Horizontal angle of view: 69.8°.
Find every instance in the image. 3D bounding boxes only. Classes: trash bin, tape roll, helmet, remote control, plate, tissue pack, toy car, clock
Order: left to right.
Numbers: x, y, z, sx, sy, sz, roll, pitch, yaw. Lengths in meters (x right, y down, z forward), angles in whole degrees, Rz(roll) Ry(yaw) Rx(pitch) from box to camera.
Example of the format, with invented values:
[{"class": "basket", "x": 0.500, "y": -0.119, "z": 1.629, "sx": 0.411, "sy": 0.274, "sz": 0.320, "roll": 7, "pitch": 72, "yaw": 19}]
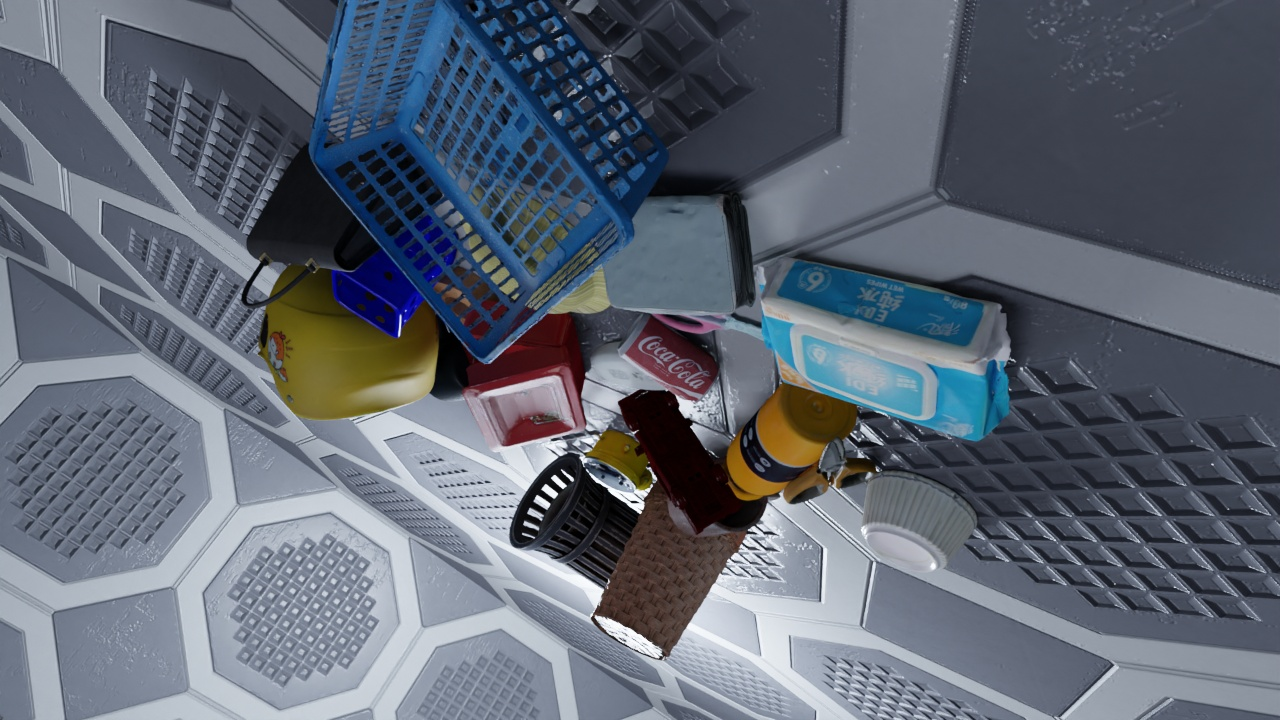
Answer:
[{"class": "helmet", "x": -0.343, "y": -0.058, "z": 1.093, "sx": 0.240, "sy": 0.208, "sz": 0.140, "roll": 59, "pitch": 143, "yaw": 25}, {"class": "tape roll", "x": -0.207, "y": -0.071, "z": 1.092, "sx": 0.094, "sy": 0.027, "sz": 0.094, "roll": 26, "pitch": 155, "yaw": 13}, {"class": "plate", "x": -0.116, "y": -0.096, "z": 0.933, "sx": 0.184, "sy": 0.036, "sz": 0.185, "roll": 26, "pitch": 155, "yaw": 13}, {"class": "trash bin", "x": -0.061, "y": 0.273, "z": 1.412, "sx": 0.227, "sy": 0.164, "sz": 0.165, "roll": 38, "pitch": 155, "yaw": -22}, {"class": "clock", "x": -0.028, "y": 0.145, "z": 1.252, "sx": 0.083, "sy": 0.057, "sz": 0.119, "roll": 17, "pitch": 151, "yaw": 27}, {"class": "remote control", "x": -0.006, "y": 0.006, "z": 1.004, "sx": 0.114, "sy": 0.028, "sz": 0.060, "roll": 2, "pitch": 142, "yaw": 47}, {"class": "trash bin", "x": 0.036, "y": 0.289, "z": 1.264, "sx": 0.151, "sy": 0.209, "sz": 0.151, "roll": 25, "pitch": 154, "yaw": 13}, {"class": "toy car", "x": 0.042, "y": 0.108, "z": 1.017, "sx": 0.169, "sy": 0.070, "sz": 0.062, "roll": 57, "pitch": 169, "yaw": 22}, {"class": "tissue pack", "x": 0.182, "y": -0.013, "z": 0.717, "sx": 0.209, "sy": 0.065, "sz": 0.117, "roll": 19, "pitch": 151, "yaw": 29}]

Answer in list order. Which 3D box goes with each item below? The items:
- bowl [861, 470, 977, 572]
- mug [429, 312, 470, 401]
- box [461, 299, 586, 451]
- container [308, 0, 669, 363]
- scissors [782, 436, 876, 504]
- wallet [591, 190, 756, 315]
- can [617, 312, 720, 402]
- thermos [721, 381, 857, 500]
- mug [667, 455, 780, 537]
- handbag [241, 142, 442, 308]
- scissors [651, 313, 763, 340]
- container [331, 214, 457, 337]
[{"class": "bowl", "x": 0.279, "y": 0.171, "z": 0.944, "sx": 0.115, "sy": 0.062, "sz": 0.115, "roll": 26, "pitch": 154, "yaw": 13}, {"class": "mug", "x": -0.237, "y": -0.008, "z": 1.197, "sx": 0.095, "sy": 0.085, "sz": 0.121, "roll": -8, "pitch": 106, "yaw": 53}, {"class": "box", "x": -0.131, "y": 0.009, "z": 1.064, "sx": 0.137, "sy": 0.126, "sz": 0.157, "roll": -9, "pitch": 147, "yaw": -2}, {"class": "container", "x": -0.129, "y": -0.156, "z": 0.724, "sx": 0.257, "sy": 0.089, "sz": 0.363, "roll": 51, "pitch": 152, "yaw": -6}, {"class": "scissors", "x": 0.191, "y": 0.098, "z": 0.871, "sx": 0.114, "sy": 0.016, "sz": 0.229, "roll": -16, "pitch": 159, "yaw": -2}, {"class": "wallet", "x": 0.028, "y": -0.088, "z": 0.740, "sx": 0.132, "sy": 0.054, "sz": 0.100, "roll": 9, "pitch": 120, "yaw": 38}, {"class": "can", "x": 0.029, "y": -0.002, "z": 0.921, "sx": 0.096, "sy": 0.053, "sz": 0.054, "roll": 35, "pitch": 155, "yaw": -7}, {"class": "thermos", "x": 0.146, "y": 0.090, "z": 0.928, "sx": 0.091, "sy": 0.076, "sz": 0.233, "roll": 35, "pitch": 155, "yaw": 5}, {"class": "mug", "x": 0.106, "y": 0.169, "z": 1.127, "sx": 0.122, "sy": 0.096, "sz": 0.110, "roll": 6, "pitch": 169, "yaw": -20}, {"class": "handbag", "x": -0.332, "y": -0.127, "z": 0.931, "sx": 0.176, "sy": 0.195, "sz": 0.072, "roll": 10, "pitch": 148, "yaw": 39}, {"class": "scissors", "x": 0.079, "y": -0.043, "z": 0.837, "sx": 0.179, "sy": 0.016, "sz": 0.101, "roll": 20, "pitch": 152, "yaw": 25}, {"class": "container", "x": -0.264, "y": -0.102, "z": 0.998, "sx": 0.085, "sy": 0.113, "sz": 0.085, "roll": 33, "pitch": 153, "yaw": -2}]
